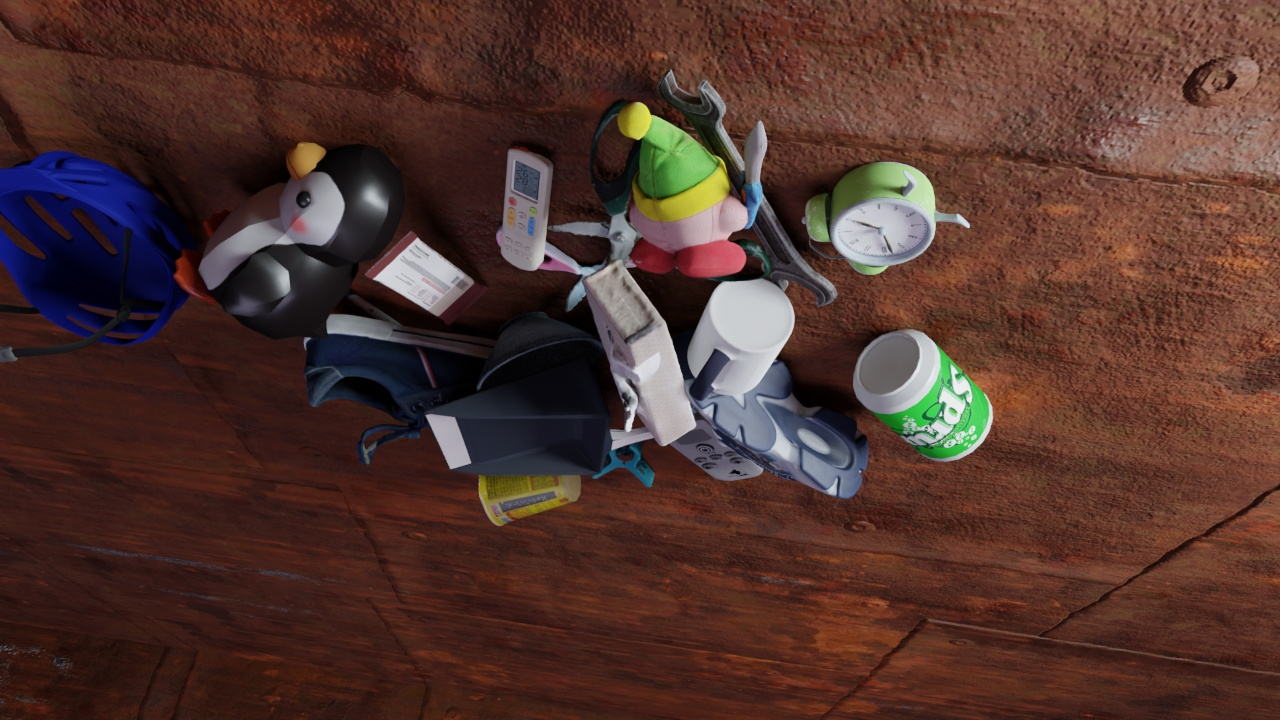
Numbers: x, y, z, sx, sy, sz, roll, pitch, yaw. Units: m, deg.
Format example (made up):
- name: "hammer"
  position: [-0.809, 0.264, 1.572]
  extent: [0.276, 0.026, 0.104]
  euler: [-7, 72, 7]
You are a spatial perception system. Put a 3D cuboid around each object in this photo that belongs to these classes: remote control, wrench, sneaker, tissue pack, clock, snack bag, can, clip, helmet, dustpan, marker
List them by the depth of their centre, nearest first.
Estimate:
- name: "clock"
  position: [0.187, -0.112, 0.732]
  extent: [0.094, 0.042, 0.120]
  euler: [31, 142, -29]
- name: "wrench"
  position: [0.090, -0.128, 0.740]
  extent: [0.070, 0.010, 0.273]
  euler: [18, 159, 42]
- name: "remote control"
  position: [-0.098, -0.128, 0.783]
  extent: [0.038, 0.018, 0.126]
  euler: [26, 139, 10]
- name: "helmet"
  position: [-0.496, -0.065, 0.816]
  extent: [0.148, 0.227, 0.242]
  euler: [-2, 146, 1]
- name: "tissue pack"
  position: [-0.005, 0.005, 0.839]
  extent: [0.071, 0.104, 0.182]
  euler: [-27, 146, -10]
- name: "snack bag"
  position: [-0.194, -0.073, 0.850]
  extent: [0.057, 0.013, 0.158]
  euler: [-44, 160, 2]
- name: "can"
  position: [0.277, 0.036, 0.898]
  extent: [0.088, 0.087, 0.140]
  euler: [-20, 137, 39]
- name: "sneaker"
  position: [0.113, 0.062, 0.988]
  extent: [0.269, 0.103, 0.133]
  euler: [34, 157, -24]
- name: "marker"
  position: [-0.276, -0.045, 0.990]
  extent: [0.011, 0.011, 0.152]
  euler: [-17, 139, 35]
- name: "sneaker"
  position: [-0.218, 0.045, 0.995]
  extent: [0.294, 0.127, 0.121]
  euler: [11, 150, -26]
- name: "dustpan"
  position: [-0.080, 0.082, 1.014]
  extent: [0.273, 0.080, 0.237]
  euler: [-19, 162, -12]
- name: "remote control"
  position: [0.089, 0.110, 1.129]
  extent: [0.074, 0.019, 0.151]
  euler: [-16, 140, 35]
- name: "clip"
  position: [-0.027, 0.123, 1.179]
  extent: [0.097, 0.026, 0.116]
  euler: [6, 148, 1]

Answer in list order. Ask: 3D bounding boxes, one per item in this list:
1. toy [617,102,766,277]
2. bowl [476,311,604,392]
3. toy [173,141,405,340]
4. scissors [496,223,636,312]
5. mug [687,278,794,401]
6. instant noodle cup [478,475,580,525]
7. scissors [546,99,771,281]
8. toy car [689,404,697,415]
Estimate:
- name: "toy"
  position: [0.031, -0.125, 0.679]
  extent: [0.124, 0.096, 0.131]
  euler: [16, 116, 39]
- name: "bowl"
  position: [-0.110, -0.013, 0.936]
  extent: [0.137, 0.057, 0.137]
  euler: [-21, 162, -7]
- name: "toy"
  position: [-0.271, -0.105, 0.783]
  extent: [0.184, 0.158, 0.140]
  euler: [-32, 121, 23]
- name: "scissors"
  position: [-0.045, -0.093, 0.850]
  extent: [0.170, 0.013, 0.177]
  euler: [30, 142, -27]
- name: "mug"
  position: [0.082, -0.010, 0.850]
  extent: [0.078, 0.111, 0.097]
  euler: [35, 154, 8]
- name: "instant noodle cup"
  position: [-0.142, 0.161, 1.214]
  extent: [0.112, 0.100, 0.100]
  euler: [-12, 144, 13]
- name: "scissors"
  position: [0.023, -0.119, 0.770]
  extent: [0.205, 0.015, 0.202]
  euler: [14, 142, -4]
- name: "toy car"
  position: [0.042, 0.028, 0.997]
  extent: [0.027, 0.038, 0.090]
  euler: [-37, 137, 4]
